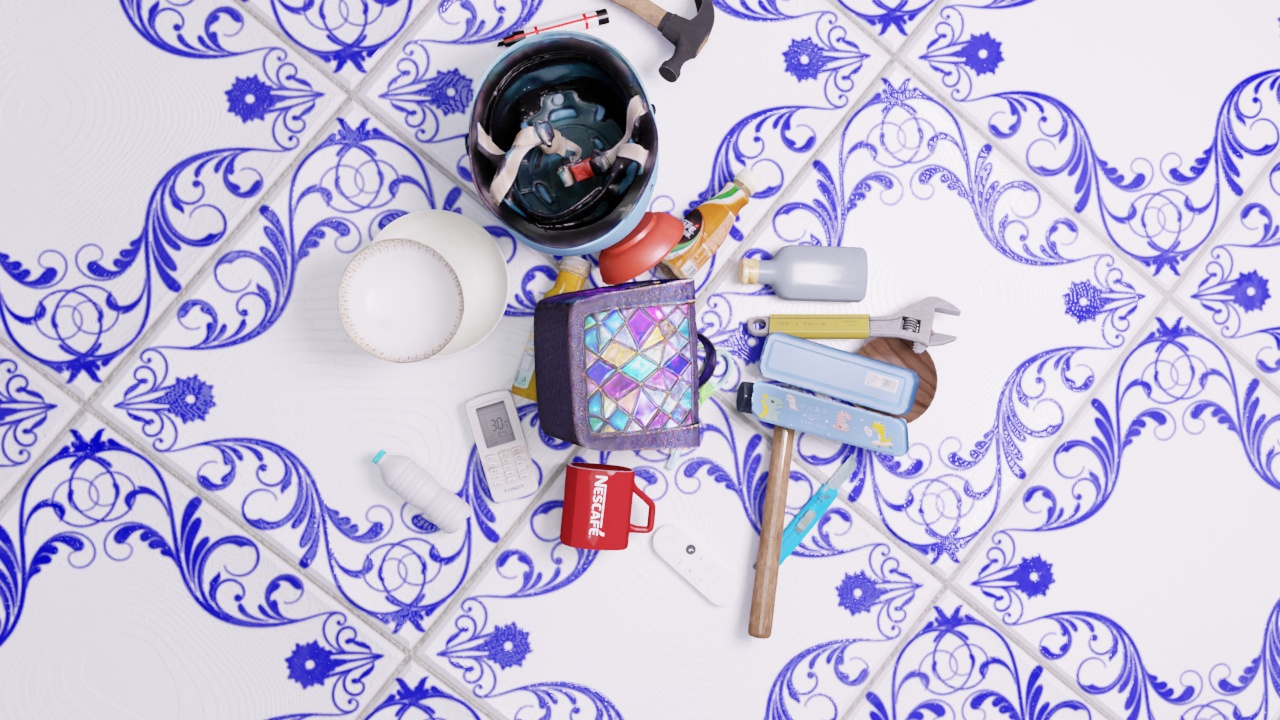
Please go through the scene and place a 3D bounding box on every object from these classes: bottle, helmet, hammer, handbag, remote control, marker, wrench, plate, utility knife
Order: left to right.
[{"bbox_3d":[-0.273,0.159,1.135,0.136,0.044,0.044,40,86,-4],"label":"bottle"},{"bbox_3d":[-0.254,-0.094,1.142,0.182,0.034,0.182,0,90,-6],"label":"plate"},{"bbox_3d":[-0.174,0.107,1.154,0.060,0.025,0.138,-16,92,-6],"label":"remote control"},{"bbox_3d":[-0.112,-0.419,1.164,0.145,0.019,0.019,-17,92,-6],"label":"marker"},{"bbox_3d":[-0.108,-0.040,1.148,0.053,0.053,0.186,19,87,-6],"label":"bottle"},{"bbox_3d":[-0.090,-0.247,1.091,0.225,0.167,0.265,-7,82,1],"label":"helmet"},{"bbox_3d":[-0.048,-0.483,1.154,0.305,0.040,0.132,33,74,0],"label":"hammer"},{"bbox_3d":[-0.007,0.006,1.106,0.221,0.126,0.205,-5,96,-29],"label":"handbag"},{"bbox_3d":[0.071,0.264,1.185,0.136,0.013,0.043,43,86,-4],"label":"remote control"},{"bbox_3d":[0.088,-0.174,1.164,0.059,0.059,0.167,42,86,-4],"label":"bottle"},{"bbox_3d":[0.173,0.193,1.175,0.129,0.040,0.321,8,86,-7],"label":"hammer"},{"bbox_3d":[0.208,-0.112,1.183,0.161,0.046,0.072,1,90,-6],"label":"bottle"},{"bbox_3d":[0.219,0.203,1.201,0.031,0.015,0.198,40,85,-7],"label":"utility knife"},{"bbox_3d":[0.275,-0.047,1.182,0.273,0.018,0.083,1,59,4],"label":"wrench"}]

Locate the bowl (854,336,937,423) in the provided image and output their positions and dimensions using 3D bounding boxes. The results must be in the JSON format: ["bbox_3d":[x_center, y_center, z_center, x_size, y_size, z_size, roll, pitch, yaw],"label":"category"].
[{"bbox_3d":[0.325,0.026,1.201,0.119,0.032,0.119,0,90,-6],"label":"bowl"}]

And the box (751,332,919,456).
[{"bbox_3d":[0.245,0.045,1.159,0.209,0.039,0.126,15,73,-5],"label":"box"}]

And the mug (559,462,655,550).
[{"bbox_3d":[-0.038,0.181,1.142,0.116,0.080,0.096,6,89,-12],"label":"mug"}]

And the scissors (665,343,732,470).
[{"bbox_3d":[0.067,0.062,1.187,0.065,0.033,0.174,21,85,-9],"label":"scissors"}]

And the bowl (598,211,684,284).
[{"bbox_3d":[-0.006,-0.145,1.121,0.122,0.122,0.035,-40,115,-5],"label":"bowl"}]

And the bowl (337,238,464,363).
[{"bbox_3d":[-0.279,-0.069,1.089,0.145,0.063,0.145,0,91,-5],"label":"bowl"}]
